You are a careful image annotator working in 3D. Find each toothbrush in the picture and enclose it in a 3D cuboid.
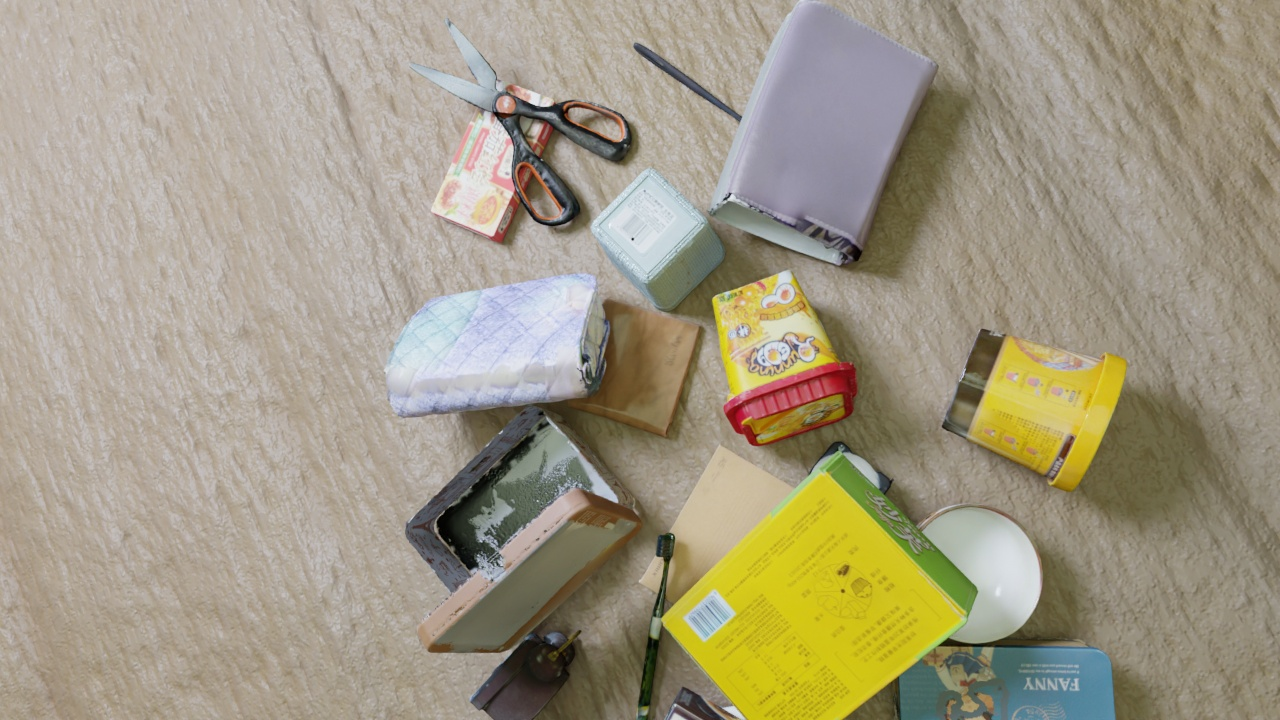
[{"bbox_3d":[0.016,0.331,0.822,0.180,0.016,0.016,-16,87,15],"label":"toothbrush"},{"bbox_3d":[0.011,0.249,0.838,0.012,0.017,0.186,10,92,42],"label":"toothbrush"},{"bbox_3d":[0.064,-0.265,0.903,0.181,0.015,0.018,36,84,12],"label":"toothbrush"}]

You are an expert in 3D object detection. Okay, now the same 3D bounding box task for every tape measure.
[{"bbox_3d":[0.182,0.115,0.821,0.066,0.033,0.066,36,81,14],"label":"tape measure"}]

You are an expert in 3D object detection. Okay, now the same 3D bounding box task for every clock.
[{"bbox_3d":[-0.100,0.286,0.832,0.055,0.082,0.122,44,93,8],"label":"clock"}]

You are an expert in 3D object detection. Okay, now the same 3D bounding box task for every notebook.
[{"bbox_3d":[0.126,0.193,0.838,0.211,0.012,0.149,30,88,12],"label":"notebook"}]

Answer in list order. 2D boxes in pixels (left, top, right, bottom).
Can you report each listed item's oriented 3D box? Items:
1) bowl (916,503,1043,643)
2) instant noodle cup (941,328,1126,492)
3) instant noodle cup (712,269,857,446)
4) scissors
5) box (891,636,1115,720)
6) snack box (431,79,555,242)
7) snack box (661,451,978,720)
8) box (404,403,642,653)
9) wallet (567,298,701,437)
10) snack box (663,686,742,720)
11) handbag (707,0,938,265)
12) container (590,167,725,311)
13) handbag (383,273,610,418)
[{"bbox_3d":[0.276,0.178,0.782,0.113,0.062,0.113,0,85,4],"label":"bowl"},{"bbox_3d":[0.325,0.035,0.771,0.114,0.118,0.118,21,87,20],"label":"instant noodle cup"},{"bbox_3d":[0.122,-0.003,0.817,0.116,0.116,0.123,-19,68,8],"label":"instant noodle cup"},{"bbox_3d":[-0.118,-0.228,0.896,0.221,0.022,0.210,4,90,-7],"label":"scissors"},{"bbox_3d":[0.306,0.279,0.770,0.184,0.059,0.089,-5,83,11],"label":"box"},{"bbox_3d":[-0.146,-0.203,0.928,0.075,0.025,0.153,24,88,13],"label":"snack box"},{"bbox_3d":[0.142,0.202,0.755,0.157,0.069,0.210,46,114,13],"label":"snack box"},{"bbox_3d":[-0.115,0.148,0.794,0.183,0.193,0.156,-44,77,2],"label":"box"},{"bbox_3d":[-0.005,0.005,0.882,0.101,0.020,0.115,16,84,10],"label":"wallet"},{"bbox_3d":[0.062,0.363,0.781,0.126,0.053,0.113,28,100,9],"label":"snack box"},{"bbox_3d":[0.164,-0.201,0.834,0.145,0.098,0.197,22,86,-4],"label":"handbag"},{"bbox_3d":[0.016,-0.112,0.843,0.090,0.111,0.090,-45,78,2],"label":"container"},{"bbox_3d":[-0.125,-0.010,0.845,0.194,0.133,0.076,-7,126,16],"label":"handbag"}]
